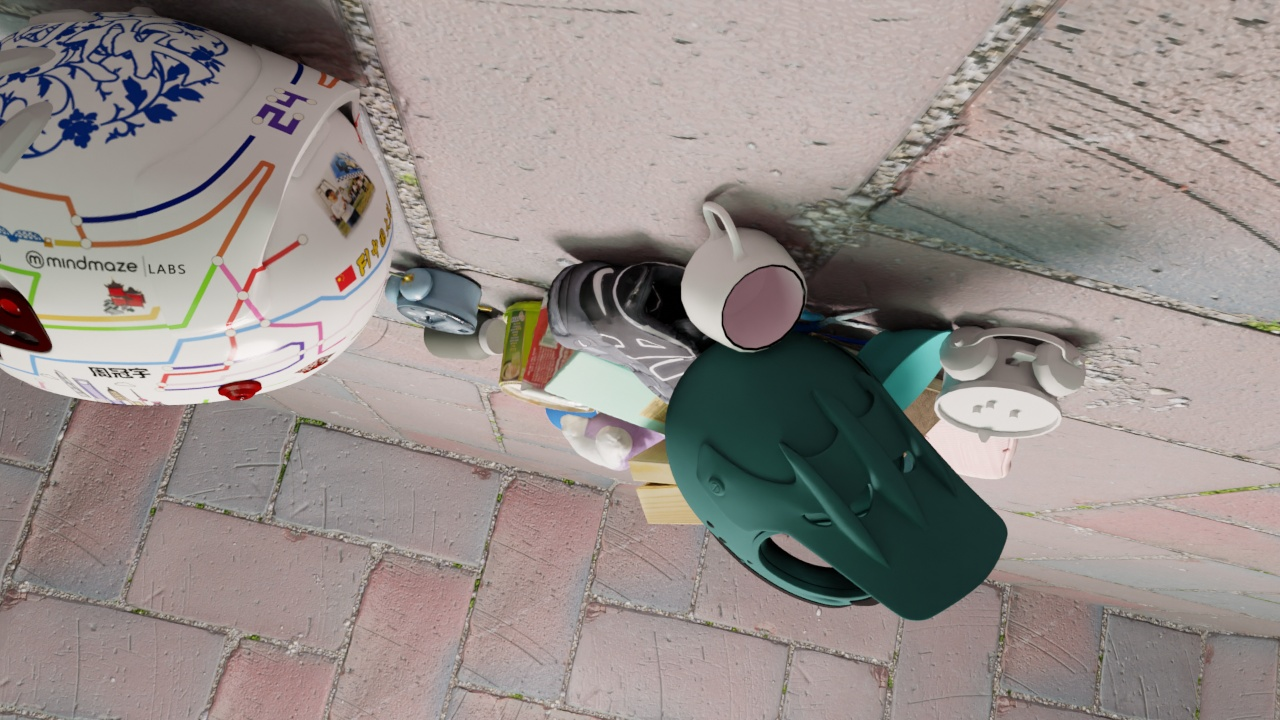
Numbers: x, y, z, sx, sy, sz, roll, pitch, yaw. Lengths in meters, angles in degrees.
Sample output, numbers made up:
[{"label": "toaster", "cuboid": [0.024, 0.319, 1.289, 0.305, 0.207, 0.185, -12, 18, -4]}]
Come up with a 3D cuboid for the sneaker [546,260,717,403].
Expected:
[{"label": "sneaker", "cuboid": [0.051, -0.025, 0.853, 0.252, 0.097, 0.151, 28, 158, -32]}]

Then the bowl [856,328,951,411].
[{"label": "bowl", "cuboid": [0.228, 0.007, 0.841, 0.046, 0.121, 0.121, 45, -178, 28]}]

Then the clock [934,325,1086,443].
[{"label": "clock", "cuboid": [0.320, 0.018, 0.808, 0.120, 0.061, 0.159, 10, 155, 12]}]

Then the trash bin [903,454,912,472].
[{"label": "trash bin", "cuboid": [0.273, 0.176, 1.269, 0.219, 0.196, 0.199, 14, 167, 24]}]

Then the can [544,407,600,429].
[{"label": "can", "cuboid": [-0.075, 0.062, 1.335, 0.079, 0.078, 0.146, 21, 164, -31]}]

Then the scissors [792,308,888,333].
[{"label": "scissors", "cuboid": [0.170, -0.036, 0.864, 0.127, 0.014, 0.127, 7, 164, 0]}]

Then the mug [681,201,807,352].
[{"label": "mug", "cuboid": [0.071, -0.069, 0.694, 0.076, 0.090, 0.124, 52, 169, 52]}]

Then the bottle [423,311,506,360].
[{"label": "bottle", "cuboid": [-0.214, -0.031, 1.135, 0.109, 0.060, 0.060, 3, 163, 36]}]

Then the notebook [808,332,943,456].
[{"label": "notebook", "cuboid": [0.202, 0.072, 0.953, 0.215, 0.034, 0.191, 15, 125, -31]}]

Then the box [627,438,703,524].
[{"label": "box", "cuboid": [0.119, 0.098, 1.042, 0.248, 0.092, 0.128, -25, -174, -40]}]

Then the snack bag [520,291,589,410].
[{"label": "snack bag", "cuboid": [-0.078, -0.010, 0.977, 0.077, 0.116, 0.036, 13, 173, 0]}]

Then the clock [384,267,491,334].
[{"label": "clock", "cuboid": [-0.231, -0.070, 1.011, 0.124, 0.051, 0.089, 23, 165, -32]}]

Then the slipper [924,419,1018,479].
[{"label": "slipper", "cuboid": [0.380, 0.084, 1.054, 0.107, 0.055, 0.221, 8, 156, 26]}]

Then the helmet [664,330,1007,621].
[{"label": "helmet", "cuboid": [0.142, 0.091, 0.745, 0.275, 0.176, 0.201, 46, 157, 16]}]

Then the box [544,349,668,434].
[{"label": "box", "cuboid": [-0.003, 0.005, 0.965, 0.187, 0.113, 0.078, 22, -151, -34]}]

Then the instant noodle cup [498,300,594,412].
[{"label": "instant noodle cup", "cuboid": [-0.098, 0.000, 1.068, 0.146, 0.097, 0.146, 12, 166, 3]}]

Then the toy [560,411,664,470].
[{"label": "toy", "cuboid": [0.018, 0.071, 1.125, 0.208, 0.085, 0.138, -23, -162, -34]}]

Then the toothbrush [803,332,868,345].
[{"label": "toothbrush", "cuboid": [0.244, -0.014, 0.890, 0.187, 0.011, 0.016, 12, 167, 18]}]

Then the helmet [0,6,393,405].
[{"label": "helmet", "cuboid": [-0.320, -0.102, 0.591, 0.314, 0.230, 0.236, 7, 139, 7]}]
